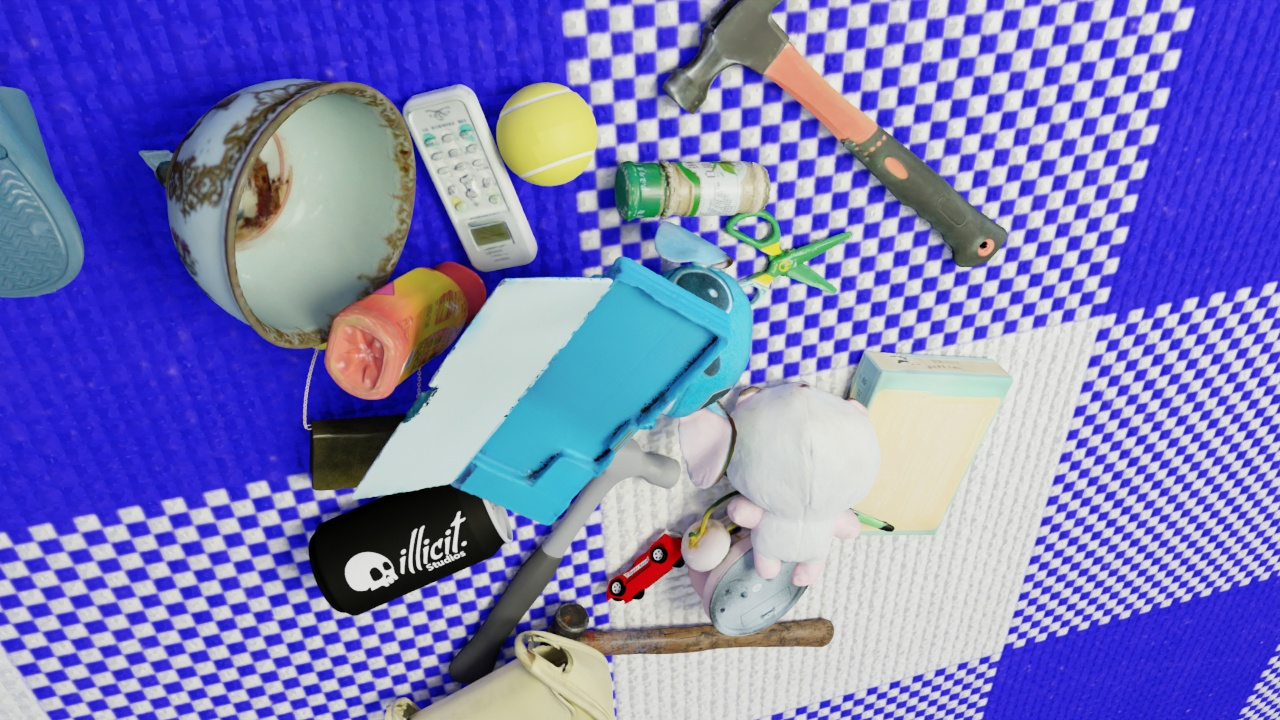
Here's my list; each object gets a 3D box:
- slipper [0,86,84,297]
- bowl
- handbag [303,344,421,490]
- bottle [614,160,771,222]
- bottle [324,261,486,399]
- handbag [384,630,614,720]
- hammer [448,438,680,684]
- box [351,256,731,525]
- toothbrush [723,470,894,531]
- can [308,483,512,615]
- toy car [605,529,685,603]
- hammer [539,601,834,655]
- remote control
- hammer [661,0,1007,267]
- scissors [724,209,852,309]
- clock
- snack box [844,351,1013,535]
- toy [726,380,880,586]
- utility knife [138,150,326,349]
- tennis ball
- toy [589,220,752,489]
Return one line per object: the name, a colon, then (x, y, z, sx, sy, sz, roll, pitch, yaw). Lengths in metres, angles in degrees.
slipper: (-0.390, -0.131, 0.504, 0.104, 0.059, 0.214, -19, 113, 5)
bowl: (-0.219, -0.097, 0.547, 0.094, 0.159, 0.160, 21, 122, 16)
handbag: (-0.205, 0.020, 0.680, 0.084, 0.027, 0.178, -3, 127, -25)
bottle: (0.038, -0.123, 0.661, 0.110, 0.042, 0.043, -4, 124, -16)
bottle: (-0.150, -0.026, 0.609, 0.048, 0.134, 0.072, 26, 118, 7)
handbag: (-0.121, 0.350, 0.872, 0.233, 0.088, 0.191, -34, 127, 23)
hammer: (-0.095, 0.188, 0.837, 0.125, 0.029, 0.311, 22, 114, -30)
box: (-0.075, 0.023, 0.626, 0.175, 0.059, 0.244, 13, 135, -34)
toothbrush: (0.152, 0.127, 0.848, 0.188, 0.017, 0.014, 22, 118, -8)
can: (-0.185, 0.143, 0.743, 0.146, 0.080, 0.080, -23, 127, -2)
toy car: (0.006, 0.200, 0.878, 0.090, 0.025, 0.038, -42, 144, 17)
hammer: (0.054, 0.295, 0.957, 0.329, 0.033, 0.120, 5, 131, -23)
remote control: (-0.112, -0.121, 0.621, 0.050, 0.022, 0.133, -9, 128, 14)
hammer: (0.176, -0.161, 0.690, 0.333, 0.033, 0.133, 30, 109, -33)
scissors: (0.109, -0.072, 0.737, 0.127, 0.011, 0.123, 25, 114, -29)
clock: (0.098, 0.186, 0.868, 0.116, 0.059, 0.158, -29, 128, -14)
snack box: (0.248, 0.084, 0.869, 0.141, 0.044, 0.194, 3, 122, -19)
toy: (0.136, 0.108, 0.795, 0.139, 0.101, 0.180, 4, 102, 0)
utility knife: (-0.261, -0.072, 0.611, 0.029, 0.020, 0.174, -32, 126, 2)
tennis ball: (-0.061, -0.147, 0.597, 0.065, 0.065, 0.065, -9, 125, -13)
toy: (-0.004, 0.004, 0.701, 0.191, 0.098, 0.224, -11, 125, -3)
